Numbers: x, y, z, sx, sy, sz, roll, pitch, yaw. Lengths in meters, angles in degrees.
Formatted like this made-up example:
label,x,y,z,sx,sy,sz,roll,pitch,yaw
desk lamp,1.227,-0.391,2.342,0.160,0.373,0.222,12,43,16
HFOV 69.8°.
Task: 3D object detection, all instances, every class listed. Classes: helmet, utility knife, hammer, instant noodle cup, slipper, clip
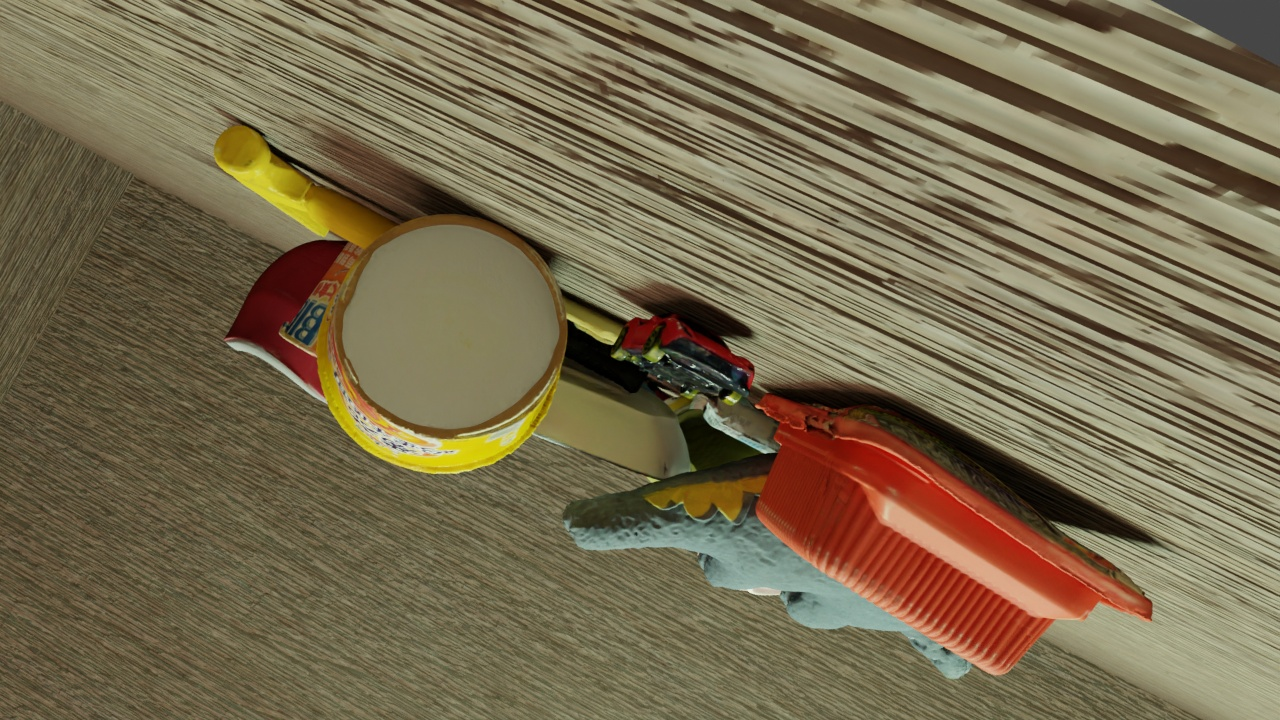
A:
label,x,y,z,sx,sy,sz,roll,pitch,yaw
helmet,-0.281,-0.045,0.946,0.207,0.144,0.239,25,-172,26
utility knife,-0.015,-0.018,0.557,0.190,0.020,0.030,22,-158,12
hammer,-0.129,-0.060,0.613,0.300,0.033,0.129,28,175,-5
instant noodle cup,-0.197,-0.036,0.747,0.151,0.111,0.151,27,175,3
slipper,0.056,0.066,0.731,0.190,0.091,0.082,31,145,60
instant noodle cup,-0.101,-0.010,0.478,0.138,0.138,0.110,28,167,-9
instant noodle cup,0.134,0.085,0.468,0.164,0.079,0.189,32,179,-7
clip,-0.006,0.004,0.712,0.058,0.043,0.027,31,176,0

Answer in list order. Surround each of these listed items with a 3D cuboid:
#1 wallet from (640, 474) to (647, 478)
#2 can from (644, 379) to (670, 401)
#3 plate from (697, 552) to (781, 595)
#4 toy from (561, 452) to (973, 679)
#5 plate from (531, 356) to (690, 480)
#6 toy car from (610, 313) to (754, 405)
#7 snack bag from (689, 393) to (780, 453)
label,x,y,z,sx,sy,sz,roll,pitch,yaw
wallet,0.072,0.102,0.811,0.131,0.118,0.035,25,130,26
can,-0.025,0.039,0.849,0.093,0.066,0.066,29,174,-15
plate,0.144,0.161,0.752,0.192,0.039,0.193,-7,157,-3
toy,0.126,0.130,0.611,0.356,0.138,0.091,28,-155,-26
plate,-0.079,0.009,0.623,0.265,0.034,0.162,23,-172,-17
toy car,0.021,-0.003,0.429,0.049,0.031,0.106,28,176,-13
snack bag,0.084,0.050,0.646,0.104,0.026,0.048,27,168,6
